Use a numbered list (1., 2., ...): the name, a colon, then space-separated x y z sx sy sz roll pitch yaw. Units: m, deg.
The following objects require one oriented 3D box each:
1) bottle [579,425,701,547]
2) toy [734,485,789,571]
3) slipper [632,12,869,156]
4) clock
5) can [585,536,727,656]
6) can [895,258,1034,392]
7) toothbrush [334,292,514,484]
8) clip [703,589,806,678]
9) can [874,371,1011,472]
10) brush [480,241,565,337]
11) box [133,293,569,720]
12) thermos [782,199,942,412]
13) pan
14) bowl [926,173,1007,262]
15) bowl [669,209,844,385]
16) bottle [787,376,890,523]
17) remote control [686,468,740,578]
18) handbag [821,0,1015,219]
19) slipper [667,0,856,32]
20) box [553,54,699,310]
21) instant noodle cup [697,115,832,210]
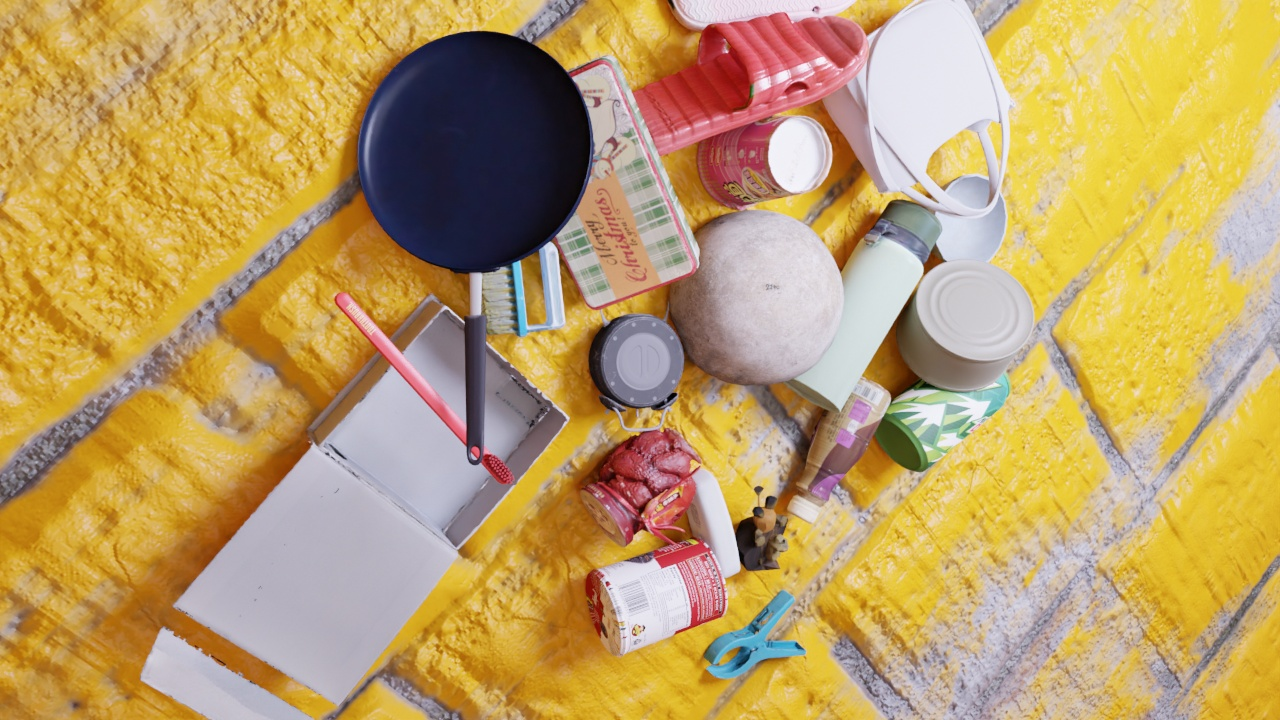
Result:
1. bottle: 0.009 0.124 0.888 0.111 0.099 0.099 -37 112 -21
2. toy: 0.130 0.177 0.970 0.076 0.063 0.100 -31 130 -36
3. slipper: 0.087 -0.265 0.834 0.249 0.103 0.059 -22 148 -2
4. clock: -0.005 0.005 0.888 0.091 0.044 0.123 -1 94 -22
5. can: 0.015 0.234 0.916 0.116 0.087 0.087 -14 104 -23
6. can: 0.350 -0.039 0.994 0.128 0.073 0.127 0 63 -1
7. toothbrush: -0.172 0.027 0.748 0.012 0.018 0.212 -48 113 -25
8. clip: 0.124 0.304 1.014 0.119 0.027 0.102 -23 105 -20
9. can: 0.341 0.054 1.038 0.144 0.083 0.083 -35 112 -16
10. brush: -0.112 -0.091 0.816 0.075 0.055 0.136 -10 103 -19
11. box: -0.229 0.133 0.778 0.166 0.099 0.367 44 73 -24
12. thermos: 0.234 -0.063 0.971 0.082 0.082 0.231 35 84 -26
13. pan: -0.135 -0.093 0.753 0.199 0.021 0.356 -1 86 8
14. bowl: 0.359 -0.156 1.034 0.106 0.039 0.106 -4 101 -24
15. bowl: 0.120 -0.064 0.886 0.178 0.081 0.178 0 88 -8
16. bottle: 0.211 0.098 0.998 0.059 0.060 0.166 30 86 -26
17. remote control: 0.072 0.167 0.945 0.028 0.060 0.114 -19 103 -18
18. handbag: 0.313 -0.253 0.942 0.215 0.096 0.222 -36 97 -15
19. slipper: 0.128 -0.372 0.880 0.221 0.055 0.107 -19 108 -10
20. box: -0.034 -0.155 0.816 0.118 0.050 0.205 -17 112 17
21. instant noodle cup: 0.122 -0.195 0.878 0.097 0.109 0.098 -4 100 -25
